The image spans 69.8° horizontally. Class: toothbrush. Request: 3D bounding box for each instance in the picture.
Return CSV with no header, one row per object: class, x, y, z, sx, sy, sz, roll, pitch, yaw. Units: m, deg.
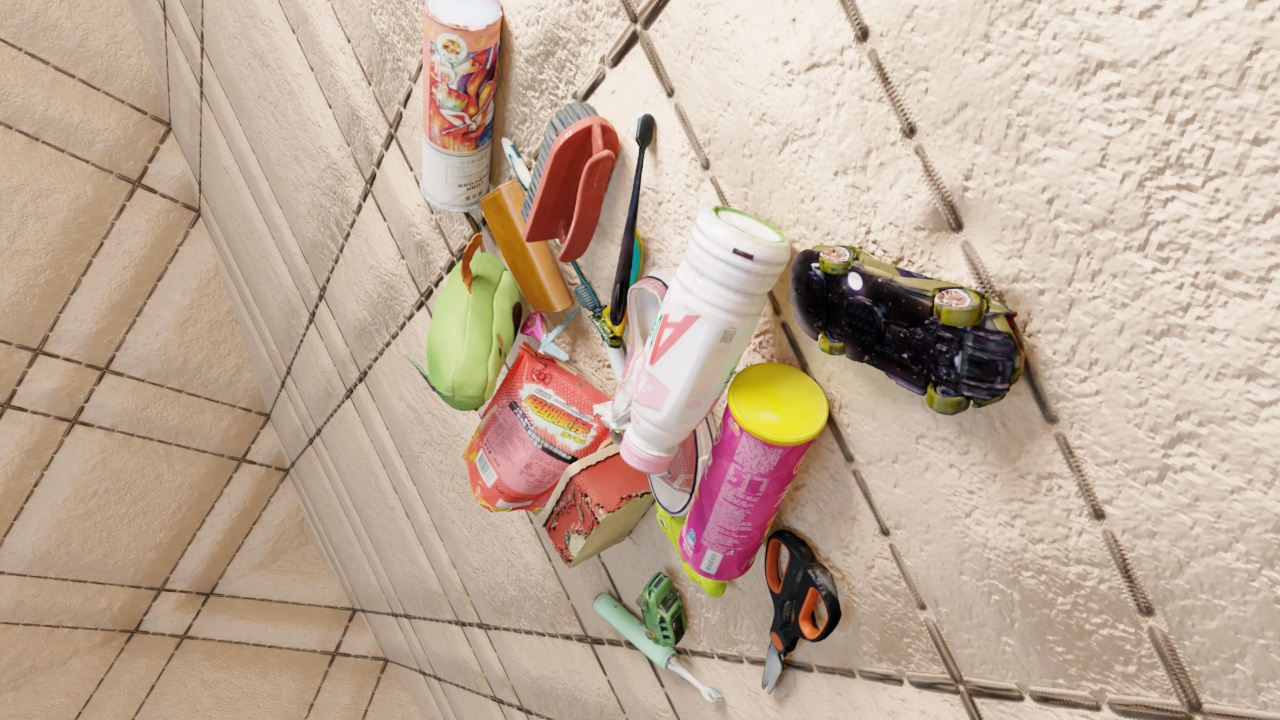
toothbrush,-0.089,-0.130,0.877,0.191,0.018,0.016,61,151,4
toothbrush,-0.009,-0.108,0.732,0.018,0.015,0.181,41,132,45
toothbrush,0.015,0.331,1.064,0.225,0.027,0.026,25,104,49

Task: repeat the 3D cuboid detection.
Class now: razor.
razor,-0.016,-0.069,0.793,0.043,0.028,0.133,58,149,34

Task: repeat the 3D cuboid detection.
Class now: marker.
marker,-0.016,0.010,0.869,0.023,0.018,0.131,-6,107,56

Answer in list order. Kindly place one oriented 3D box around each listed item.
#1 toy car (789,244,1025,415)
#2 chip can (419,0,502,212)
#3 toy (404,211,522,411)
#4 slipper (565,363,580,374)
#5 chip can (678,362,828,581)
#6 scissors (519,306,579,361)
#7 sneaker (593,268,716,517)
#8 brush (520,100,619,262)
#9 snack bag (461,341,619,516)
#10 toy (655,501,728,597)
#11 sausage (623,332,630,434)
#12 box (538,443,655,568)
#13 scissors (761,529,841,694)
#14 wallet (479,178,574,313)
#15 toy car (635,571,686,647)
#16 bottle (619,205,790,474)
toy car,0.150,-0.024,0.541,0.158,0.042,0.070,31,137,43
chip can,-0.173,-0.243,0.871,0.071,0.071,0.215,50,148,24
toy,-0.171,-0.038,0.951,0.246,0.090,0.227,-88,0,-51
slipper,-0.113,0.085,1.047,0.114,0.054,0.275,54,140,11
chip can,0.082,0.094,0.720,0.071,0.071,0.211,49,148,27
scissors,-0.101,-0.021,0.954,0.134,0.017,0.125,-44,38,36
sneaker,0.009,0.041,0.779,0.118,0.087,0.241,32,137,44
brush,-0.054,-0.145,0.762,0.069,0.063,0.146,66,152,23
snack bag,-0.108,0.079,0.946,0.128,0.073,0.208,39,130,1
toy,0.050,0.175,0.877,0.097,0.031,0.100,23,136,51
sausage,-0.005,0.005,0.829,0.020,0.020,0.156,39,134,38
box,-0.040,0.157,0.949,0.079,0.091,0.169,57,151,18
scissors,0.123,0.227,0.816,0.136,0.021,0.236,63,157,19
wallet,-0.117,-0.108,0.911,0.131,0.035,0.119,65,165,-11
toy car,0.024,0.267,0.978,0.036,0.043,0.091,13,133,37
bottle,0.037,-0.008,0.646,0.068,0.068,0.197,42,120,35
